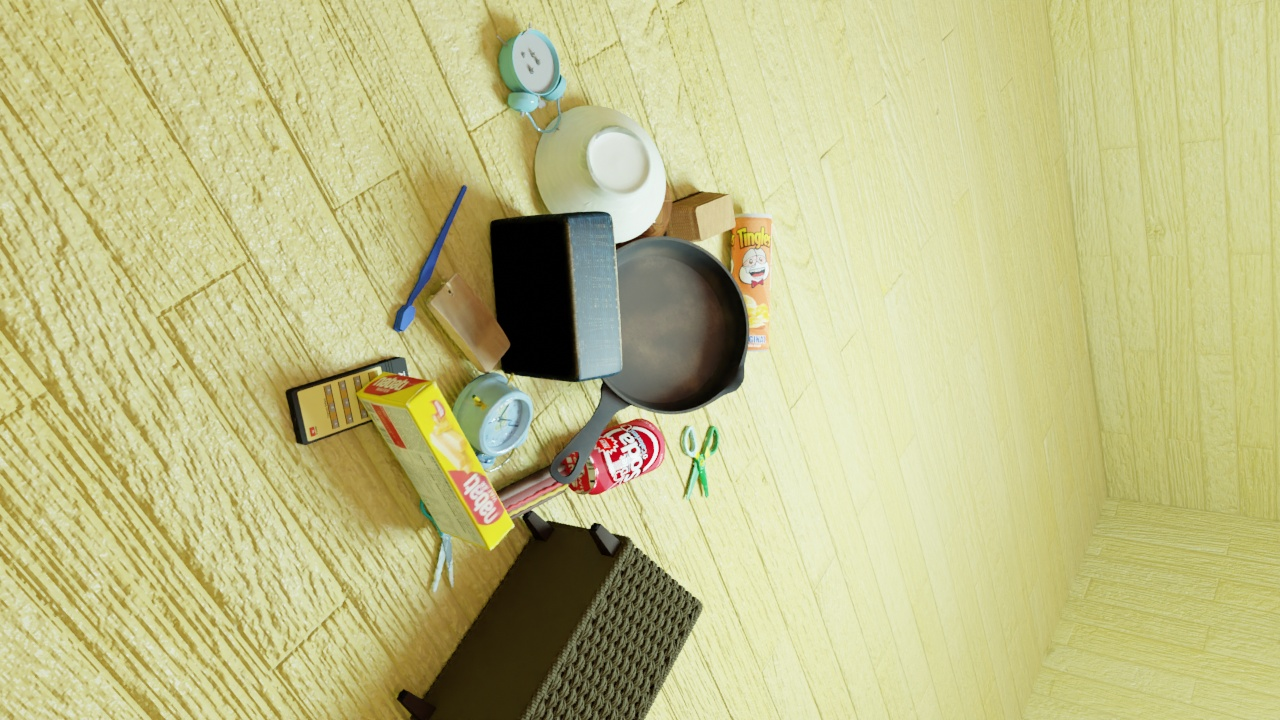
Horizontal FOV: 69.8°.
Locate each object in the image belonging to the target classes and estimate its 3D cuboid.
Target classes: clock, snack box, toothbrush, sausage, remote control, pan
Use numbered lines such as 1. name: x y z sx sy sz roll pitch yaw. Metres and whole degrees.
1. clock: -0.167 0.074 1.051 0.088 0.052 0.125 -33 138 -39
2. clock: -0.124 -0.330 1.082 0.087 0.042 0.123 -40 121 -40
3. snack box: -0.211 0.106 0.958 0.042 0.092 0.201 -45 126 -35
4. toothbrush: -0.226 -0.114 1.005 0.016 0.011 0.186 39 64 -44
5. sausage: -0.140 0.163 1.102 0.155 0.040 0.040 -22 110 -51
6. remote control: -0.294 0.039 0.939 0.133 0.013 0.058 -23 111 -46
7. pan: -0.007 0.007 1.163 0.248 0.043 0.355 39 72 -12

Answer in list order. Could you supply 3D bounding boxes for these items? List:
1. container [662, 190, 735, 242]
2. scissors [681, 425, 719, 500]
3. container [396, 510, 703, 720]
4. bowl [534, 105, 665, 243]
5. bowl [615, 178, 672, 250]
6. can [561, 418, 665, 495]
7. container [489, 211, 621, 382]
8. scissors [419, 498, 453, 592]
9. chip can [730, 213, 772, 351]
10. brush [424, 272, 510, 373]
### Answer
1. container: 0.085 -0.205 1.322 0.113 0.061 0.063 -29 115 -45
2. scissors: 0.086 0.152 1.396 0.119 0.012 0.128 40 62 -42
3. container: -0.107 0.346 1.069 0.320 0.177 0.205 -56 128 -30
4. bowl: -0.037 -0.236 1.124 0.176 0.058 0.176 3 83 -23
5. bowl: -0.001 -0.209 1.216 0.147 0.069 0.147 -6 98 -49
6. can: -0.033 0.126 1.205 0.142 0.075 0.074 -16 106 -48
7. container: -0.100 -0.074 1.054 0.071 0.145 0.187 -12 103 -45
8. scissors: -0.211 0.200 1.050 0.086 0.016 0.135 -16 105 -50
9. chip can: 0.172 -0.121 1.431 0.062 0.062 0.210 -4 97 -49
10. brush: -0.195 -0.041 1.027 0.049 0.039 0.117 -56 131 -27
